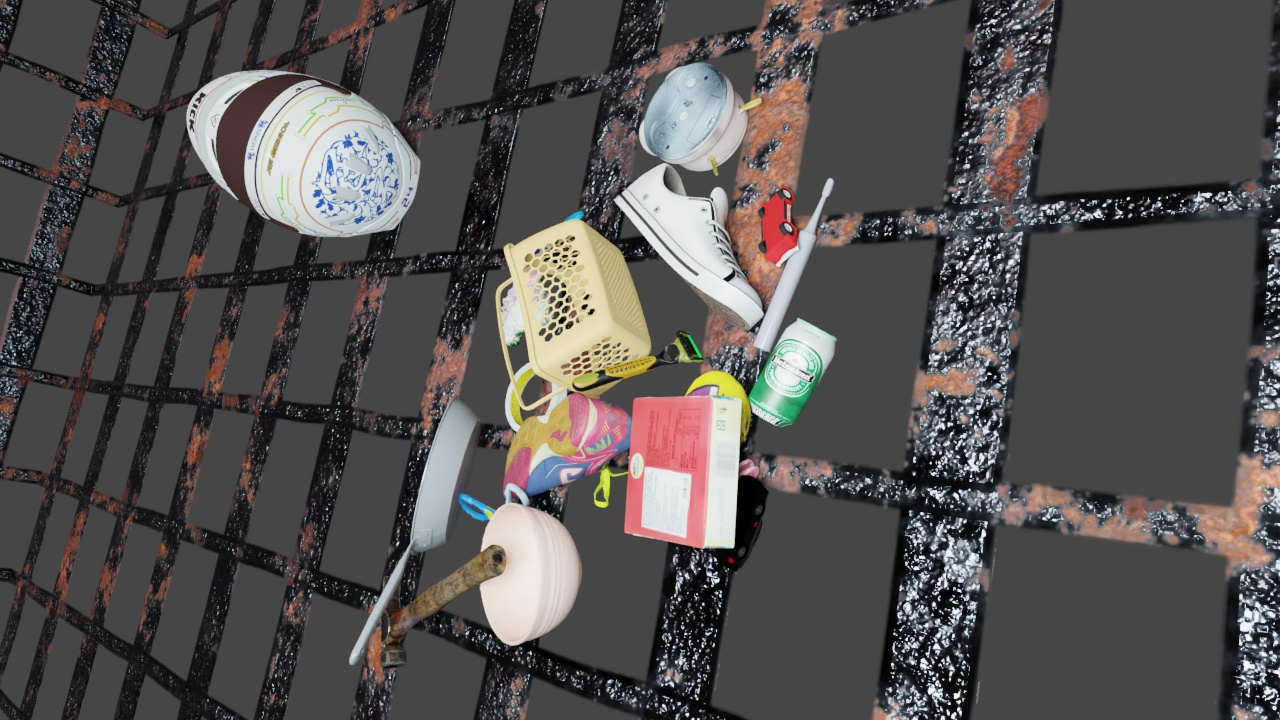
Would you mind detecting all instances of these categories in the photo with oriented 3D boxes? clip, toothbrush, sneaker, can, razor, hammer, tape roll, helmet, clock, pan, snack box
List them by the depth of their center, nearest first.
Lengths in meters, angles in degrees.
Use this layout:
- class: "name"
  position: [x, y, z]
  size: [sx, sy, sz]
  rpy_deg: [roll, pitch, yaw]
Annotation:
- class: "can"
  position: [0.147, 0.013, 0.889]
  size: [0.053, 0.053, 0.101]
  rpy_deg: [36, 101, 43]
- class: "snack box"
  position: [0.039, 0.108, 0.914]
  size: [0.145, 0.040, 0.142]
  rpy_deg: [-5, 80, 58]
- class: "clip"
  position: [0.098, 0.129, 0.917]
  size: [0.060, 0.023, 0.045]
  rpy_deg: [-35, 60, 31]
- class: "toothbrush"
  position: [0.160, -0.098, 0.939]
  size: [0.018, 0.019, 0.188]
  rpy_deg: [23, 92, 31]
- class: "sneaker"
  position: [0.070, -0.134, 0.994]
  size: [0.097, 0.091, 0.245]
  rpy_deg: [-43, 48, 7]
- class: "razor"
  position: [-0.006, 0.006, 0.997]
  size: [0.144, 0.021, 0.044]
  rpy_deg: [-17, 54, -12]
- class: "sneaker"
  position: [-0.084, 0.115, 1.055]
  size: [0.243, 0.091, 0.116]
  rpy_deg: [-36, 46, 52]
- class: "clock"
  position: [0.055, -0.283, 1.068]
  size: [0.158, 0.058, 0.117]
  rpy_deg: [34, 98, 43]
- class: "pan"
  position: [-0.254, 0.197, 1.078]
  size: [0.201, 0.051, 0.355]
  rpy_deg: [107, 176, -45]
- class: "hammer"
  position: [-0.248, 0.279, 1.114]
  size: [0.331, 0.033, 0.119]
  rpy_deg: [-39, 52, 45]
- class: "tape roll"
  position: [-0.132, 0.048, 1.151]
  size: [0.094, 0.019, 0.094]
  rpy_deg: [-15, 66, 37]
- class: "helmet"
  position: [-0.495, -0.307, 1.400]
  size: [0.236, 0.314, 0.231]
  rpy_deg: [29, 99, 32]

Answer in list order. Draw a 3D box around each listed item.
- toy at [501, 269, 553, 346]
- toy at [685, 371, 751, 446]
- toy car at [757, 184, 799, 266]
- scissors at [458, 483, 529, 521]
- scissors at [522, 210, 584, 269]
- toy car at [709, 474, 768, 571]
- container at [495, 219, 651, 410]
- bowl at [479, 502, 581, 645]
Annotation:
- class: "toy"
  position: [-0.152, -0.079, 1.201]
  size: [0.096, 0.041, 0.108]
  rpy_deg: [-25, 54, 35]
- class: "toy"
  position: [0.075, 0.058, 0.947]
  size: [0.094, 0.041, 0.095]
  rpy_deg: [18, 93, 49]
- class: "toy car"
  position: [0.144, -0.142, 0.953]
  size: [0.038, 0.025, 0.089]
  rpy_deg: [-42, 30, 40]
- class: "scissors"
  position: [-0.160, 0.184, 1.089]
  size: [0.013, 0.125, 0.131]
  rpy_deg: [-56, -9, -42]
- class: "scissors"
  position: [-0.122, -0.146, 1.174]
  size: [0.119, 0.014, 0.129]
  rpy_deg: [-24, 23, 45]
- class: "toy car"
  position: [0.099, 0.157, 0.894]
  size: [0.042, 0.036, 0.092]
  rpy_deg: [28, 100, 46]
- class: "container"
  position: [-0.093, -0.048, 1.072]
  size: [0.167, 0.129, 0.183]
  rpy_deg: [-30, 57, 20]
- class: "bowl"
  position: [-0.114, 0.235, 1.023]
  size: [0.153, 0.076, 0.153]
  rpy_deg: [-10, 78, 55]
